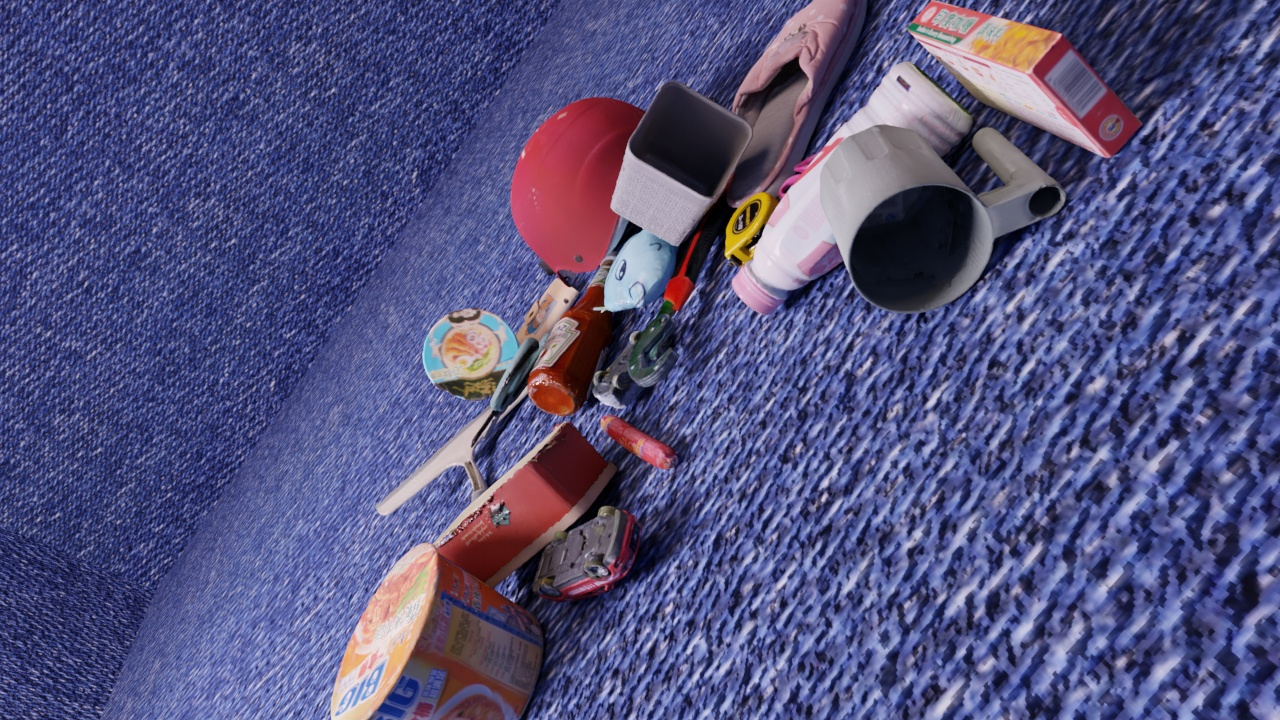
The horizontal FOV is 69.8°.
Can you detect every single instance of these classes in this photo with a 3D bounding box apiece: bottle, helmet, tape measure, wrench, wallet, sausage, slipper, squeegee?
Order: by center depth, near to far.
[{"bbox_3d":[0.141,-0.114,0.651,0.197,0.068,0.068,-48,24,26],"label":"bottle"},{"bbox_3d":[-0.004,0.067,0.762,0.020,0.020,0.156,-59,23,-4],"label":"sausage"},{"bbox_3d":[0.098,-0.112,0.777,0.057,0.029,0.059,-40,28,36],"label":"tape measure"},{"bbox_3d":[0.045,-0.081,0.826,0.056,0.016,0.272,-17,37,43],"label":"wrench"},{"bbox_3d":[0.137,-0.259,0.856,0.114,0.054,0.273,-10,53,60],"label":"slipper"},{"bbox_3d":[-0.055,-0.036,0.944,0.060,0.060,0.205,-31,28,46],"label":"bottle"},{"bbox_3d":[-0.173,0.141,0.974,0.246,0.039,0.246,-42,26,0],"label":"squeegee"},{"bbox_3d":[-0.064,-0.197,1.015,0.206,0.144,0.240,-52,10,-12],"label":"helmet"},{"bbox_3d":[-0.122,-0.048,1.139,0.115,0.024,0.087,-57,28,3],"label":"wallet"}]

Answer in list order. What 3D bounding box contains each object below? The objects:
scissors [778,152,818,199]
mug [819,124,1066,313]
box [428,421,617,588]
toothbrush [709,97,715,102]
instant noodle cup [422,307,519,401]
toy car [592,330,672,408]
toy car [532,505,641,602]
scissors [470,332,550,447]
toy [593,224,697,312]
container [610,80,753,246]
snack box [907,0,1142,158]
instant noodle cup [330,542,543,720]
[{"bbox_3d":[0.163,-0.152,0.723,0.063,0.017,0.135,-51,25,-18],"label":"scissors"},{"bbox_3d":[0.176,-0.097,0.560,0.124,0.084,0.103,-21,32,11],"label":"mug"},{"bbox_3d":[-0.109,0.124,0.786,0.169,0.079,0.091,-42,3,30],"label":"box"},{"bbox_3d":[0.060,-0.237,1.030,0.016,0.018,0.180,-33,31,50],"label":"toothbrush"},{"bbox_3d":[-0.204,0.002,1.118,0.111,0.111,0.120,-62,3,-12],"label":"instant noodle cup"},{"bbox_3d":[-0.005,0.005,0.823,0.090,0.034,0.043,-51,21,-23],"label":"toy car"},{"bbox_3d":[-0.037,0.149,0.686,0.121,0.045,0.052,-38,30,49],"label":"toy car"},{"bbox_3d":[-0.124,0.012,0.970,0.169,0.019,0.174,-59,0,-43],"label":"scissors"},{"bbox_3d":[0.010,-0.108,0.921,0.156,0.050,0.161,-46,23,13],"label":"toy"},{"bbox_3d":[0.031,-0.171,0.828,0.090,0.090,0.114,-61,3,-22],"label":"container"},{"bbox_3d":[0.222,-0.172,0.548,0.027,0.077,0.155,-49,24,16],"label":"snack box"},{"bbox_3d":[-0.155,0.235,0.722,0.152,0.111,0.151,-44,26,28],"label":"instant noodle cup"}]
